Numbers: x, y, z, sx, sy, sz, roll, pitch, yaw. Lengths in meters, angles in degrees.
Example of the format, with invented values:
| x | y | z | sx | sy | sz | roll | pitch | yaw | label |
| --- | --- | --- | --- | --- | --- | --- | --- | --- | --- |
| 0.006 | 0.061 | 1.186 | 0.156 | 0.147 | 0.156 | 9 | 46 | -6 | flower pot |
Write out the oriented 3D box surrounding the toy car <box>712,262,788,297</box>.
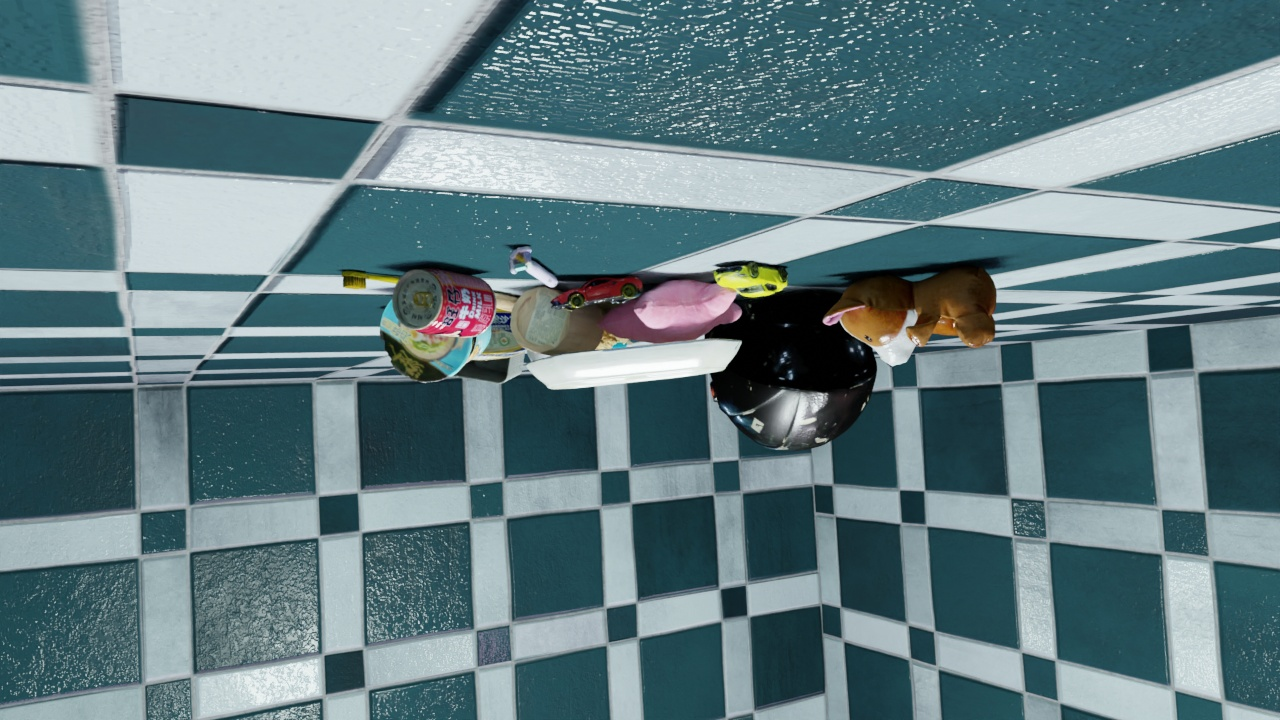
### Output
| x | y | z | sx | sy | sz | roll | pitch | yaw | label |
| --- | --- | --- | --- | --- | --- | --- | --- | --- | --- |
| 0.123 | -0.088 | 1.016 | 0.048 | 0.032 | 0.105 | -5 | 175 | 40 | toy car |

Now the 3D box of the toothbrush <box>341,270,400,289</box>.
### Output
| x | y | z | sx | sy | sz | roll | pitch | yaw | label |
| --- | --- | --- | --- | --- | --- | --- | --- | --- | --- |
| -0.235 | -0.078 | 0.975 | 0.016 | 0.016 | 0.189 | -4 | 177 | 36 | toothbrush |

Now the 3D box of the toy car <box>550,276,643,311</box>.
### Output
| x | y | z | sx | sy | sz | roll | pitch | yaw | label |
| --- | --- | --- | --- | --- | --- | --- | --- | --- | --- |
| -0.051 | -0.076 | 1.036 | 0.106 | 0.031 | 0.049 | -13 | 180 | -14 | toy car |

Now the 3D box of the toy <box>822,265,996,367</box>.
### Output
| x | y | z | sx | sy | sz | roll | pitch | yaw | label |
| --- | --- | --- | --- | --- | --- | --- | --- | --- | --- |
| 0.333 | -0.055 | 1.130 | 0.200 | 0.130 | 0.140 | 6 | -173 | 22 | toy |

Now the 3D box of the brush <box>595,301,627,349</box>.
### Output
| x | y | z | sx | sy | sz | roll | pitch | yaw | label |
| --- | --- | --- | --- | --- | --- | --- | --- | --- | --- |
| 0.012 | -0.057 | 1.297 | 0.254 | 0.083 | 0.046 | -11 | -134 | -41 | brush |

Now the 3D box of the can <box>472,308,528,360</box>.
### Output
| x | y | z | sx | sy | sz | roll | pitch | yaw | label |
| --- | --- | --- | --- | --- | --- | --- | --- | --- | --- |
| -0.204 | -0.039 | 1.210 | 0.148 | 0.074 | 0.049 | -1 | 174 | -26 | can |

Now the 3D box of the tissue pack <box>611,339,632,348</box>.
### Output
| x | y | z | sx | sy | sz | roll | pitch | yaw | label |
| --- | --- | --- | --- | --- | --- | --- | --- | --- | --- |
| -0.071 | -0.022 | 1.532 | 0.090 | 0.063 | 0.140 | -2 | -162 | -19 | tissue pack |

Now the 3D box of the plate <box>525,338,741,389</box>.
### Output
| x | y | z | sx | sy | sz | roll | pitch | yaw | label |
| --- | --- | --- | --- | --- | --- | --- | --- | --- | --- |
| -0.007 | 0.007 | 1.126 | 0.265 | 0.034 | 0.162 | -6 | 175 | -2 | plate |

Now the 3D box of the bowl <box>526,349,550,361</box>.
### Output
| x | y | z | sx | sy | sz | roll | pitch | yaw | label |
| --- | --- | --- | --- | --- | --- | --- | --- | --- | --- |
| -0.100 | -0.038 | 1.297 | 0.118 | 0.118 | 0.065 | -2 | 138 | -18 | bowl |

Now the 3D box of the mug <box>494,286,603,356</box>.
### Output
| x | y | z | sx | sy | sz | roll | pitch | yaw | label |
| --- | --- | --- | --- | --- | --- | --- | --- | --- | --- |
| -0.119 | -0.053 | 1.127 | 0.125 | 0.084 | 0.103 | 24 | -176 | 18 | mug |

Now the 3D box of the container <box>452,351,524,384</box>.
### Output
| x | y | z | sx | sy | sz | roll | pitch | yaw | label |
| --- | --- | --- | --- | --- | --- | --- | --- | --- | --- |
| -0.215 | -0.019 | 1.321 | 0.090 | 0.090 | 0.114 | 10 | -176 | 6 | container |

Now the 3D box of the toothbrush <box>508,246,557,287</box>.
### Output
| x | y | z | sx | sy | sz | roll | pitch | yaw | label |
| --- | --- | --- | --- | --- | --- | --- | --- | --- | --- |
| -0.102 | -0.089 | 0.910 | 0.021 | 0.029 | 0.189 | 37 | -179 | 4 | toothbrush |

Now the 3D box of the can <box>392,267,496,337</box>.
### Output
| x | y | z | sx | sy | sz | roll | pitch | yaw | label |
| --- | --- | --- | --- | --- | --- | --- | --- | --- | --- |
| -0.199 | -0.058 | 0.931 | 0.067 | 0.066 | 0.093 | -4 | 176 | 24 | can |

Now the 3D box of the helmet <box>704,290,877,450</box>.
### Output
| x | y | z | sx | sy | sz | roll | pitch | yaw | label |
| --- | --- | --- | --- | --- | --- | --- | --- | --- | --- |
| 0.217 | 0.021 | 1.320 | 0.233 | 0.229 | 0.275 | -3 | 138 | -8 | helmet |

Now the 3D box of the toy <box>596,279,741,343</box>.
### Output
| x | y | z | sx | sy | sz | roll | pitch | yaw | label |
| --- | --- | --- | --- | --- | --- | --- | --- | --- | --- |
| 0.031 | -0.056 | 1.099 | 0.179 | 0.074 | 0.194 | -11 | 173 | 9 | toy |

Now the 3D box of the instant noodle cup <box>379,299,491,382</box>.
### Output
| x | y | z | sx | sy | sz | roll | pitch | yaw | label |
| --- | --- | --- | --- | --- | --- | --- | --- | --- | --- |
| -0.230 | -0.035 | 1.086 | 0.111 | 0.111 | 0.120 | -4 | -175 | 11 | instant noodle cup |
